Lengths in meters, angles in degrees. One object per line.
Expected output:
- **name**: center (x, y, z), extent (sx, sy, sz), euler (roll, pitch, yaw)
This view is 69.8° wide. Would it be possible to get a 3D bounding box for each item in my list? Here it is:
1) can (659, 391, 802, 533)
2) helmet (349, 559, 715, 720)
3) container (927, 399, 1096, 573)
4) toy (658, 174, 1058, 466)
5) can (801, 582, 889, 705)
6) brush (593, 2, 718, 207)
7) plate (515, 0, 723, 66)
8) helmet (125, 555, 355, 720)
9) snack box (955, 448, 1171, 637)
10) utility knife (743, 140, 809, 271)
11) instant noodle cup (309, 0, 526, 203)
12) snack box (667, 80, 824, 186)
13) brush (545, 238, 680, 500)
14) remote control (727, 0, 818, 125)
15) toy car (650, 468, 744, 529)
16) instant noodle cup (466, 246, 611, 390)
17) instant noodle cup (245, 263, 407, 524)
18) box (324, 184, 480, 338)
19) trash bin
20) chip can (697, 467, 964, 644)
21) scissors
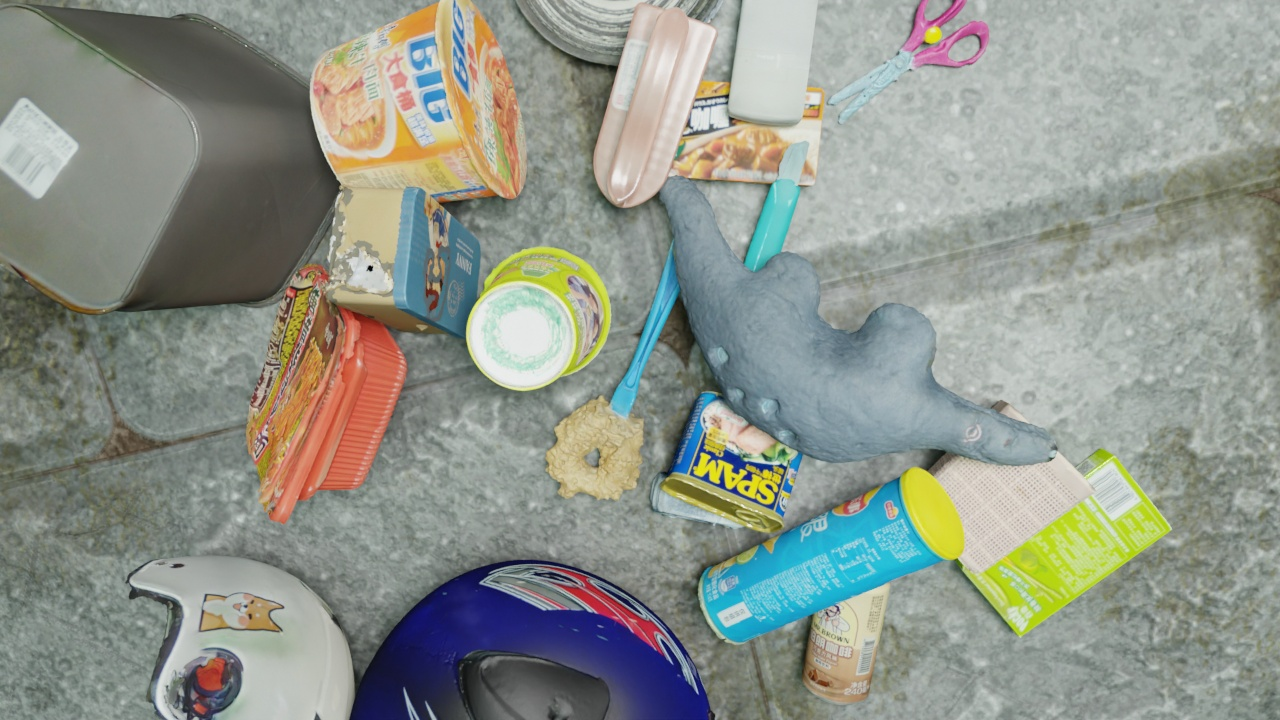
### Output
- **can**: center (0.078, 0.082, 0.746), extent (0.102, 0.057, 0.083), euler (23, 69, -2)
- **helmet**: center (-0.060, 0.295, 0.710), extent (0.315, 0.248, 0.239), euler (33, 69, 7)
- **container**: center (0.281, 0.102, 0.733), extent (0.111, 0.089, 0.090), euler (-44, 79, 12)
- **toy**: center (0.135, 0.001, 0.695), extent (0.356, 0.091, 0.138), euler (34, 96, 10)
- **can**: center (0.175, 0.229, 0.783), extent (0.058, 0.058, 0.116), euler (8, 101, 1)
- **brush**: center (0.005, -0.184, 0.679), extent (0.063, 0.073, 0.146), euler (19, 101, -1)
- **plate**: center (-0.015, -0.318, 0.707), extent (0.179, 0.024, 0.179), euler (1, 100, 4)
- **helmet**: center (-0.308, 0.279, 0.735), extent (0.156, 0.274, 0.231), euler (-8, 133, -29)
- **snack box**: center (0.356, 0.155, 0.777), extent (0.156, 0.026, 0.086), euler (-41, 96, 9)
- **utility knife**: center (0.101, -0.088, 0.737), extent (0.029, 0.013, 0.182), euler (17, 112, 1)
- **instant noodle cup**: center (-0.164, -0.182, 0.683), extent (0.111, 0.151, 0.151), euler (-11, 100, 13)
- **snack box**: center (0.065, -0.181, 0.727), extent (0.154, 0.026, 0.075), euler (4, 100, 2)
- **brush**: center (-0.005, 0.004, 0.763), extent (0.083, 0.046, 0.255), euler (24, 97, 2)
- **remote control**: center (0.103, -0.254, 0.698), extent (0.058, 0.021, 0.150), euler (8, 87, 3)
- **toy car**: center (0.054, 0.119, 0.782), extent (0.090, 0.034, 0.043), euler (11, 98, -1)
- **instant noodle cup**: center (-0.083, -0.029, 0.713), extent (0.112, 0.123, 0.112), euler (1, 100, 3)
- **instant noodle cup**: center (-0.248, 0.025, 0.723), extent (0.079, 0.189, 0.165), euler (18, 104, -33)
- **box**: center (-0.170, -0.068, 0.689), extent (0.061, 0.184, 0.089), euler (4, 86, 8)
- **trash bin**: center (-0.351, -0.141, 0.658), extent (0.198, 0.219, 0.199), euler (33, 102, -3)
- **chip can**: center (0.144, 0.159, 0.725), extent (0.211, 0.071, 0.071), euler (-35, 98, 34)
- **scissors**: center (0.211, -0.227, 0.720), extent (0.073, 0.017, 0.137), euler (43, 104, -15)
